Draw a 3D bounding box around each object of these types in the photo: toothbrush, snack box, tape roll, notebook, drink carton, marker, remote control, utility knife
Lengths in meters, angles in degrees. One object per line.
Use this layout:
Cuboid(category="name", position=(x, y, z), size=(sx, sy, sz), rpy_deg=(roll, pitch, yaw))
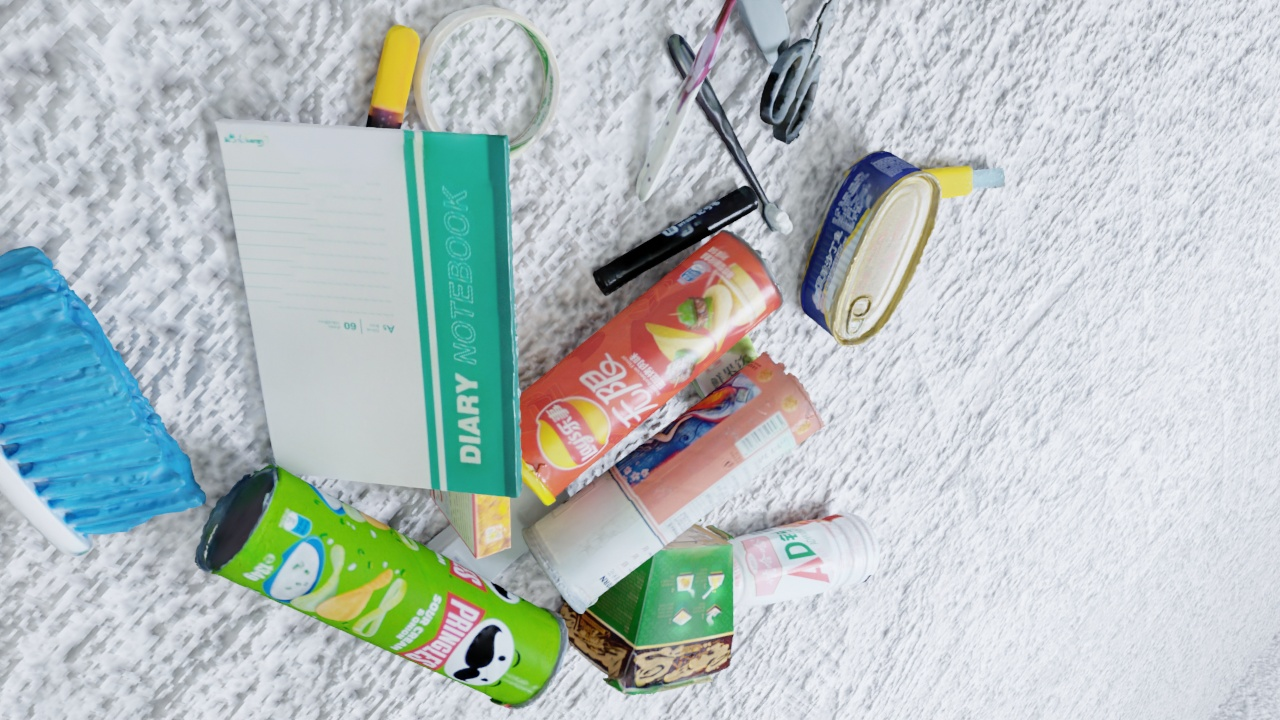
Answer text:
Cuboid(category="toothbrush", position=(0.040, -0.181, 0.571), size=(0.017, 0.016, 0.188), rpy_deg=(-4, 130, -45))
Cuboid(category="toothbrush", position=(0.064, -0.150, 0.631), size=(0.015, 0.018, 0.181), rpy_deg=(-44, 130, -4))
Cuboid(category="snack box", position=(0.007, 0.178, 0.714), size=(0.117, 0.118, 0.105), rpy_deg=(4, 99, -38))
Cuboid(category="snack box", position=(-0.109, 0.038, 0.566), size=(0.027, 0.077, 0.156), rpy_deg=(-14, 122, -30))
Cuboid(category="tape roll", position=(-0.086, -0.155, 0.521), size=(0.085, 0.014, 0.086), rpy_deg=(-16, 122, -28))
Cuboid(category="notebook", position=(-0.140, -0.021, 0.496), size=(0.150, 0.012, 0.209), rpy_deg=(5, 117, 7))
Cuboid(category="drink carton", position=(0.072, 0.020, 0.707), size=(0.053, 0.045, 0.122), rpy_deg=(-36, 129, -3))
Cuboid(category="marker", position=(-0.142, -0.120, 0.501), size=(0.018, 0.015, 0.124), rpy_deg=(5, 114, -36))
Cuboid(category="marker", position=(0.026, -0.084, 0.636), size=(0.131, 0.020, 0.022), rpy_deg=(-32, 145, -17))
Cuboid(category="remote control", position=(-0.110, 0.128, 0.653), size=(0.135, 0.019, 0.056), rpy_deg=(-40, 130, -10))
Cuboid(category="utility knife", position=(0.234, -0.142, 0.754), size=(0.196, 0.015, 0.033), rpy_deg=(-11, 128, -29))

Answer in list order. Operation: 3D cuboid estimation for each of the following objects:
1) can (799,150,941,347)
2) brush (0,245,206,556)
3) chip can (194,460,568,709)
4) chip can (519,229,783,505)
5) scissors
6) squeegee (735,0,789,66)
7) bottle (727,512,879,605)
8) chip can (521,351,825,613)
Cuboid(category="can", position=(0.174, -0.085, 0.708), size=(0.074, 0.049, 0.148), rpy_deg=(-4, 125, -32))
Cuboid(category="brush", position=(-0.317, -0.027, 0.403), size=(0.109, 0.060, 0.315), rpy_deg=(-27, 124, -17))
Cuboid(category="chip can", position=(-0.152, 0.148, 0.578), size=(0.236, 0.072, 0.072), rpy_deg=(39, 89, -33))
Cuboid(category="chip can", position=(-0.004, 0.004, 0.621), size=(0.216, 0.073, 0.073), rpy_deg=(-39, 130, -9))
Cuboid(category="scissors", position=(0.124, -0.233, 0.615), size=(0.140, 0.014, 0.174), rpy_deg=(-34, 143, -45))
Cuboid(category="squeegee", position=(0.037, -0.261, 0.535), size=(0.246, 0.039, 0.246), rpy_deg=(-49, 132, -3))
Cuboid(category="bottle", position=(0.122, 0.183, 0.820), size=(0.196, 0.068, 0.068), rpy_deg=(-5, 116, -31))
Cuboid(category="chip can", position=(0.024, 0.083, 0.643), size=(0.214, 0.071, 0.071), rpy_deg=(-36, 130, -4))
